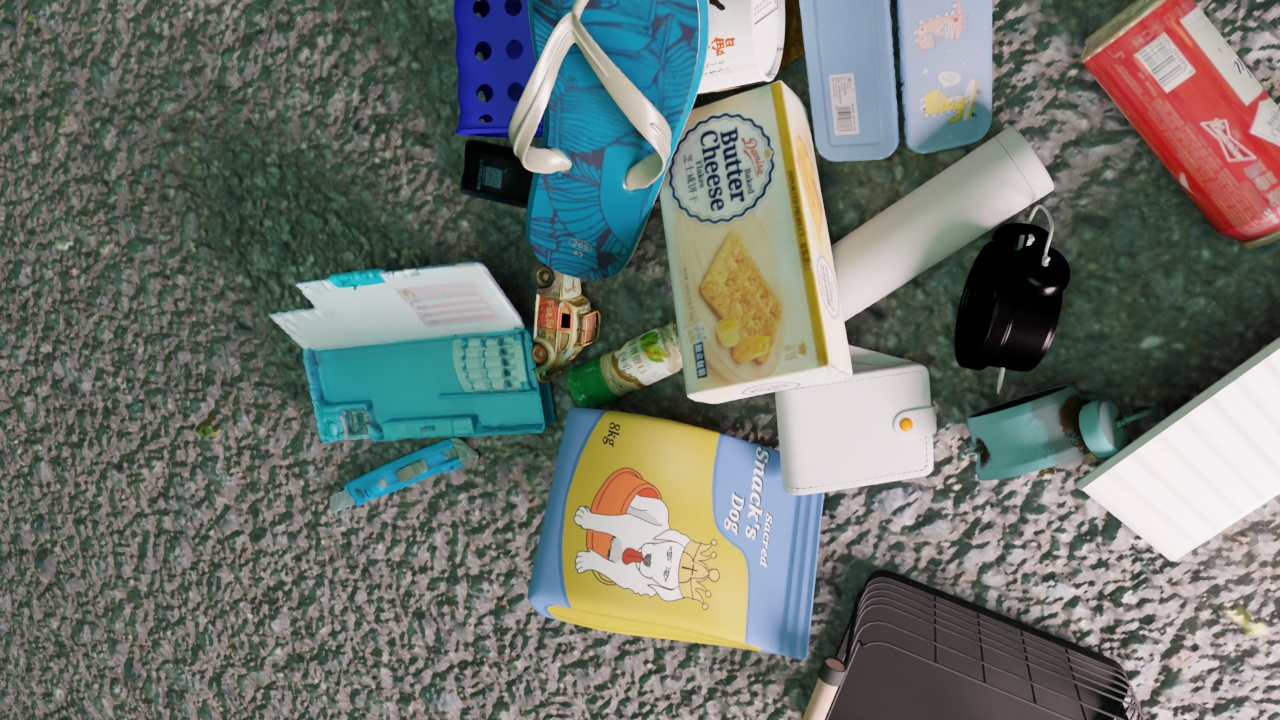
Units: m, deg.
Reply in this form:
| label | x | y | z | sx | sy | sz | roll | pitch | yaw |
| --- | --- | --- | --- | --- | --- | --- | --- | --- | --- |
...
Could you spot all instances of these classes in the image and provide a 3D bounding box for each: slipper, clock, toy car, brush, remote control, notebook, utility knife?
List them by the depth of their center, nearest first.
| label | x | y | z | sx | sy | sz | roll | pitch | yaw |
| --- | --- | --- | --- | --- | --- | --- | --- | --- | --- |
| notebook | 0.407 | 0.045 | 0.596 | 0.142 | 0.009 | 0.210 | 32 | 115 | -32 |
| slipper | -0.027 | -0.155 | 0.603 | 0.118 | 0.060 | 0.296 | 11 | 136 | -3 |
| clock | 0.254 | -0.045 | 0.623 | 0.042 | 0.091 | 0.121 | 12 | 118 | 4 |
| clock | 0.288 | 0.048 | 0.637 | 0.124 | 0.090 | 0.053 | -21 | 85 | 21 |
| brush | 0.128 | -0.252 | 0.654 | 0.127 | 0.017 | 0.048 | -28 | 93 | 21 |
| remote control | -0.078 | -0.142 | 0.743 | 0.150 | 0.022 | 0.047 | 15 | 107 | 14 |
| toy car | -0.059 | -0.035 | 0.749 | 0.047 | 0.047 | 0.112 | 9 | 105 | 18 |
| utility knife | -0.226 | 0.108 | 0.854 | 0.175 | 0.015 | 0.031 | -24 | 90 | 22 |

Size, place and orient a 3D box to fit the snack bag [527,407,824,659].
| label | x | y | z | sx | sy | sz | roll | pitch | yaw |
| --- | --- | --- | --- | --- | --- | --- | --- | --- | --- |
| snack bag | 0.032 | 0.132 | 0.702 | 0.205 | 0.102 | 0.158 | 8 | 67 | 7 |

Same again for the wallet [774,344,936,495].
| label | x | y | z | sx | sy | sz | roll | pitch | yaw |
| --- | --- | --- | --- | --- | --- | --- | --- | --- | --- |
| wallet | 0.159 | 0.034 | 0.680 | 0.118 | 0.037 | 0.115 | -8 | 102 | -7 |

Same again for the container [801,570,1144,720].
| label | x | y | z | sx | sy | sz | roll | pitch | yaw |
| --- | --- | --- | --- | --- | --- | --- | --- | --- | --- |
| container | 0.241 | 0.286 | 0.683 | 0.241 | 0.130 | 0.163 | 20 | 108 | 12 |

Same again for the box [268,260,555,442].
| label | x | y | z | sx | sy | sz | roll | pitch | yaw |
| --- | --- | --- | --- | --- | --- | --- | --- | --- | --- |
| box | -0.198 | -0.011 | 0.788 | 0.227 | 0.071 | 0.182 | -4 | 123 | 18 |

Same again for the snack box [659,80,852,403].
| label | x | y | z | sx | sy | sz | roll | pitch | yaw |
| --- | --- | --- | --- | --- | --- | --- | --- | --- | --- |
| snack box | 0.077 | -0.081 | 0.651 | 0.104 | 0.057 | 0.207 | -12 | 78 | 25 |

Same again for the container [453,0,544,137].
| label | x | y | z | sx | sy | sz | roll | pitch | yaw |
| --- | --- | --- | --- | --- | --- | --- | --- | --- | --- |
| container | -0.090 | -0.229 | 0.694 | 0.084 | 0.085 | 0.114 | 3 | 102 | 16 |

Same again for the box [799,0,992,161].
| label | x | y | z | sx | sy | sz | roll | pitch | yaw |
| --- | --- | --- | --- | --- | --- | --- | --- | --- | --- |
| box | 0.167 | -0.234 | 0.603 | 0.128 | 0.034 | 0.209 | -2 | 123 | 19 |

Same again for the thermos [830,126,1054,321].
| label | x | y | z | sx | sy | sz | roll | pitch | yaw |
| --- | --- | --- | --- | --- | --- | --- | --- | --- | --- |
| thermos | 0.179 | -0.079 | 0.660 | 0.225 | 0.052 | 0.052 | -34 | 91 | 22 |

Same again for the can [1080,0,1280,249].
| label | x | y | z | sx | sy | sz | roll | pitch | yaw |
| --- | --- | --- | --- | --- | --- | --- | --- | --- | --- |
| can | 0.355 | -0.153 | 0.578 | 0.067 | 0.067 | 0.170 | -38 | 89 | 21 |

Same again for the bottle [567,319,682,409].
| label | x | y | z | sx | sy | sz | roll | pitch | yaw |
| --- | --- | --- | --- | --- | --- | --- | --- | --- | --- |
| bottle | -0.004 | 0.004 | 0.743 | 0.111 | 0.043 | 0.043 | -25 | 94 | 21 |

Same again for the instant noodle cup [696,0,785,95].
| label | x | y | z | sx | sy | sz | roll | pitch | yaw |
| --- | --- | --- | --- | --- | --- | --- | --- | --- | --- |
| instant noodle cup | 0.029 | -0.233 | 0.628 | 0.122 | 0.123 | 0.124 | 5 | 104 | 22 |
